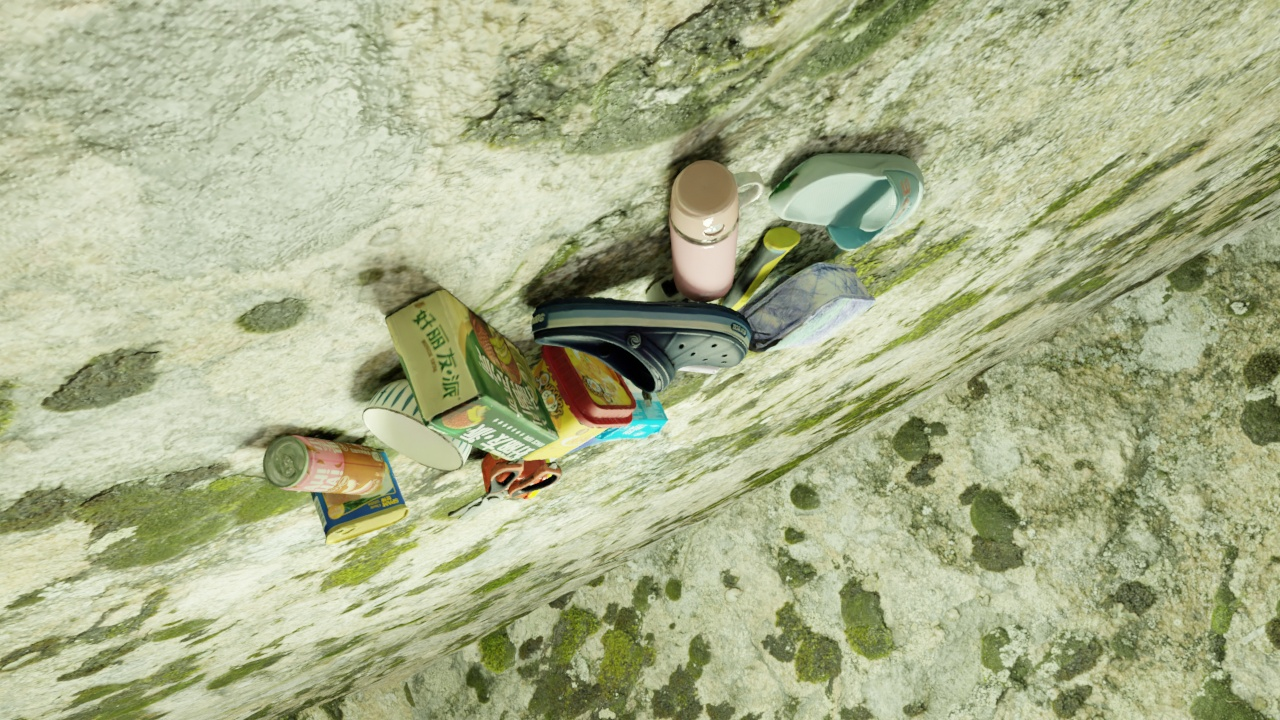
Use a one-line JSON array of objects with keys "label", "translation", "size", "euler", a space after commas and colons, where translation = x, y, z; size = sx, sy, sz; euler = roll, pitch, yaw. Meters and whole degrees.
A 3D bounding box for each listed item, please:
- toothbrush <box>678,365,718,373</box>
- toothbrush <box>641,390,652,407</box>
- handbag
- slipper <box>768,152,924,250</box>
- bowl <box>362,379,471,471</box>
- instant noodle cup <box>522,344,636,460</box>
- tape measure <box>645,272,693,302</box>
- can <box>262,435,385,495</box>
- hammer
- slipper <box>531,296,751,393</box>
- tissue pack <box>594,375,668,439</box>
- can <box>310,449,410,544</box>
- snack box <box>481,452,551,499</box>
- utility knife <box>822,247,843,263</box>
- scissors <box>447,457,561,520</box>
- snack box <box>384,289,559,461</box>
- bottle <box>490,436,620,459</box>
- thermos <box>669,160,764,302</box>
[{"label": "toothbrush", "translation": [0.025, 0.006, 1.196], "size": [0.189, 0.021, 0.029], "euler": [4, 139, -31]}, {"label": "toothbrush", "translation": [-0.007, 0.007, 1.147], "size": [0.012, 0.017, 0.186], "euler": [-9, 146, 7]}, {"label": "handbag", "translation": [0.206, -0.066, 1.151], "size": [0.134, 0.075, 0.193], "euler": [-38, 164, 25]}, {"label": "slipper", "translation": [0.232, -0.166, 0.979], "size": [0.244, 0.074, 0.104], "euler": [-5, 152, -46]}, {"label": "bowl", "translation": [-0.224, 0.058, 0.963], "size": [0.066, 0.116, 0.117], "euler": [-65, -177, -30]}, {"label": "instant noodle cup", "translation": [-0.090, 0.052, 1.072], "size": [0.124, 0.116, 0.116], "euler": [-39, 159, 23]}, {"label": "tape measure", "translation": [0.041, -0.075, 1.042], "size": [0.065, 0.033, 0.066], "euler": [-20, 160, -25]}, {"label": "can", "translation": [-0.345, 0.117, 1.012], "size": [0.058, 0.058, 0.147], "euler": [-29, 162, 11]}, {"label": "hammer", "translation": [0.115, -0.069, 1.165], "size": [0.126, 0.032, 0.324], "euler": [-19, 162, -23]}, {"label": "slipper", "translation": [0.009, -0.014, 0.965], "size": [0.252, 0.095, 0.105], "euler": [6, 173, -25]}, {"label": "tissue pack", "translation": [-0.026, 0.060, 1.239], "size": [0.063, 0.090, 0.139], "euler": [-34, 161, 26]}, {"label": "can", "translation": [-0.342, 0.164, 1.109], "size": [0.101, 0.083, 0.057], "euler": [-15, 159, -29]}, {"label": "snack box", "translation": [-0.182, 0.155, 1.327], "size": [0.080, 0.082, 0.091], "euler": [1, 150, -29]}, {"label": "utility knife", "translation": [0.228, -0.107, 1.232], "size": [0.030, 0.021, 0.199], "euler": [-20, 168, -32]}, {"label": "scissors", "translation": [-0.205, 0.181, 1.279], "size": [0.205, 0.015, 0.197], "euler": [-8, 149, 3]}, {"label": "snack box", "translation": [-0.159, 0.024, 0.910], "size": [0.063, 0.114, 0.240], "euler": [-26, 162, 4]}, {"label": "bottle", "translation": [-0.109, 0.098, 1.281], "size": [0.218, 0.065, 0.065], "euler": [-12, 158, -35]}, {"label": "thermos", "translation": [0.071, -0.124, 0.884], "size": [0.087, 0.067, 0.199], "euler": [-18, 161, -3]}]
